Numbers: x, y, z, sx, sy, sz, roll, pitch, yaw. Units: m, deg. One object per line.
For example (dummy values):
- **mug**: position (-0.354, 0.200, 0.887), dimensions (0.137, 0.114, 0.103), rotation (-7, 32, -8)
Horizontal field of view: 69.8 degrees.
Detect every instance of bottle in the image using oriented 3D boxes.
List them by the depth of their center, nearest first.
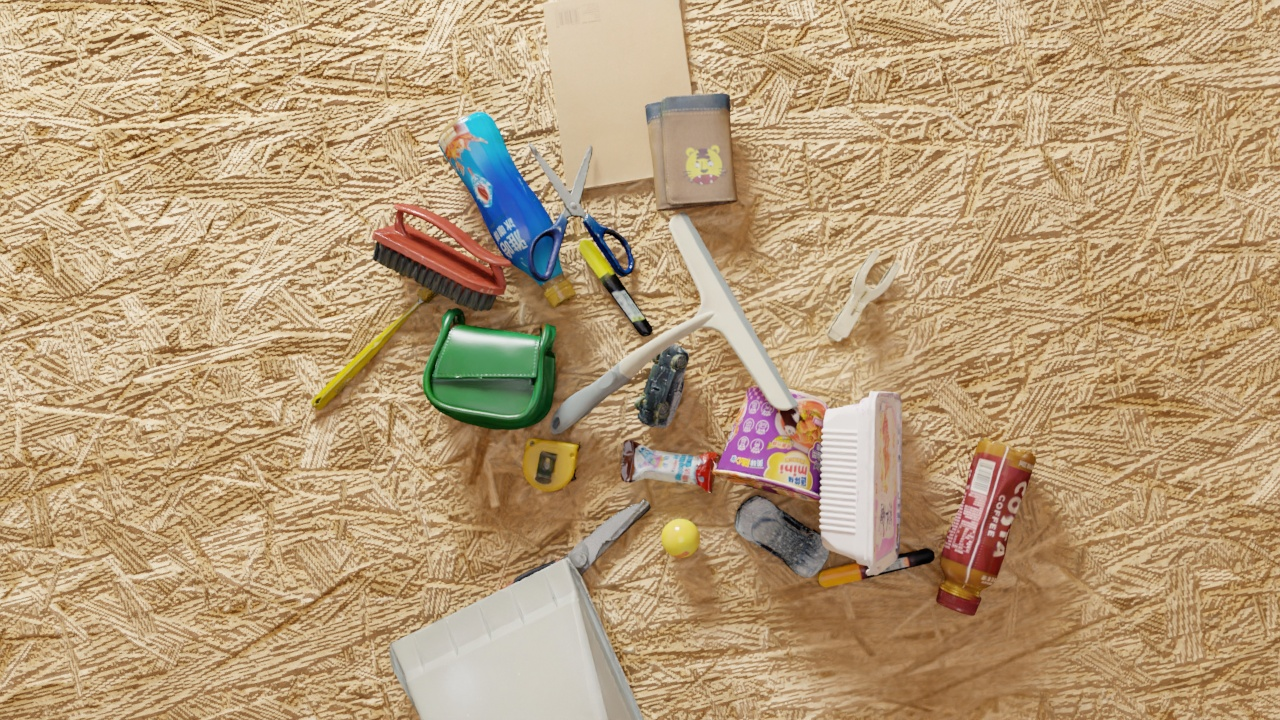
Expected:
- **bottle**: position (0.345, 0.169, 0.928), dimensions (0.057, 0.057, 0.175), rotation (19, 89, 4)
- **bottle**: position (-0.134, -0.156, 0.968), dimensions (0.065, 0.065, 0.218), rotation (-31, 86, 2)

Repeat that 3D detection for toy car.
- **toy car**: position (0.147, 0.183, 0.954), dimensions (0.105, 0.031, 0.049), rotation (33, 89, 5)
- **toy car**: position (0.026, 0.027, 0.963), dimensions (0.034, 0.043, 0.090), rotation (19, 87, -36)

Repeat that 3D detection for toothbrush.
- **toothbrush**: position (-0.288, -0.017, 0.996), dimensions (0.190, 0.016, 0.015), rotation (-45, 85, 1)

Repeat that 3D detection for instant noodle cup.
- **instant noodle cup**: position (0.219, 0.117, 0.911), dimensions (0.060, 0.137, 0.173), rotation (2, 88, 26)
- **instant noodle cup**: position (0.138, 0.082, 0.925), dimensions (0.111, 0.111, 0.099), rotation (15, 82, 4)

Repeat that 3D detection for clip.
- **clip**: position (0.228, -0.066, 0.953), dimensions (0.035, 0.076, 0.100), rotation (35, 89, 4)

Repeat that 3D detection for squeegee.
- **squeegee**: position (-0.006, 0.005, 0.936), dimensions (0.247, 0.039, 0.246), rotation (-35, 65, 17)

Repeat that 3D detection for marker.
- **marker**: position (0.245, 0.215, 0.955), dimensions (0.124, 0.015, 0.018), rotation (-13, 88, 0)
- **marker**: position (-0.027, -0.077, 0.985), dimensions (0.018, 0.015, 0.124), rotation (-36, 89, -5)

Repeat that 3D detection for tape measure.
- **tape measure**: position (-0.096, 0.110, 0.973), dimensions (0.060, 0.029, 0.057), rotation (8, 89, 4)

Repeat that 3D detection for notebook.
- **notebook**: position (-0.020, -0.297, 0.994), dimensions (0.149, 0.012, 0.211), rotation (-8, 87, 4)

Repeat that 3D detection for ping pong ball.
- **ping pong ball**: position (0.042, 0.185, 0.955), dimensions (0.040, 0.040, 0.040), rotation (0, 87, 3)

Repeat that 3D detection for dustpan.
- **dustpan**: position (-0.107, 0.383, 0.963), dimensions (0.223, 0.143, 0.257), rotation (-26, 61, 3)

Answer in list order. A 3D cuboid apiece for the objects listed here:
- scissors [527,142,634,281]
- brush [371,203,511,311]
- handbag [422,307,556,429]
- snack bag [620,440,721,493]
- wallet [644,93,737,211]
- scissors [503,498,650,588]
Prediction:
- **scissors**: position (-0.070, -0.147, 0.956), dimensions (0.176, 0.012, 0.162), rotation (46, 60, -17)
- **brush**: position (-0.205, -0.109, 0.964), dimensions (0.146, 0.063, 0.069), rotation (28, 113, 7)
- **handbag**: position (-0.155, 0.011, 0.967), dimensions (0.131, 0.068, 0.120), rotation (10, 80, 5)
- **snack bag**: position (0.032, 0.112, 0.966), dimensions (0.105, 0.026, 0.045), rotation (7, 91, 6)
- **wallet**: position (0.054, -0.219, 0.965), dimensions (0.090, 0.033, 0.115), rotation (-5, 92, 4)
- **scissors**: position (-0.064, 0.232, 0.973), dimensions (0.210, 0.015, 0.177), rotation (-7, 86, 4)
